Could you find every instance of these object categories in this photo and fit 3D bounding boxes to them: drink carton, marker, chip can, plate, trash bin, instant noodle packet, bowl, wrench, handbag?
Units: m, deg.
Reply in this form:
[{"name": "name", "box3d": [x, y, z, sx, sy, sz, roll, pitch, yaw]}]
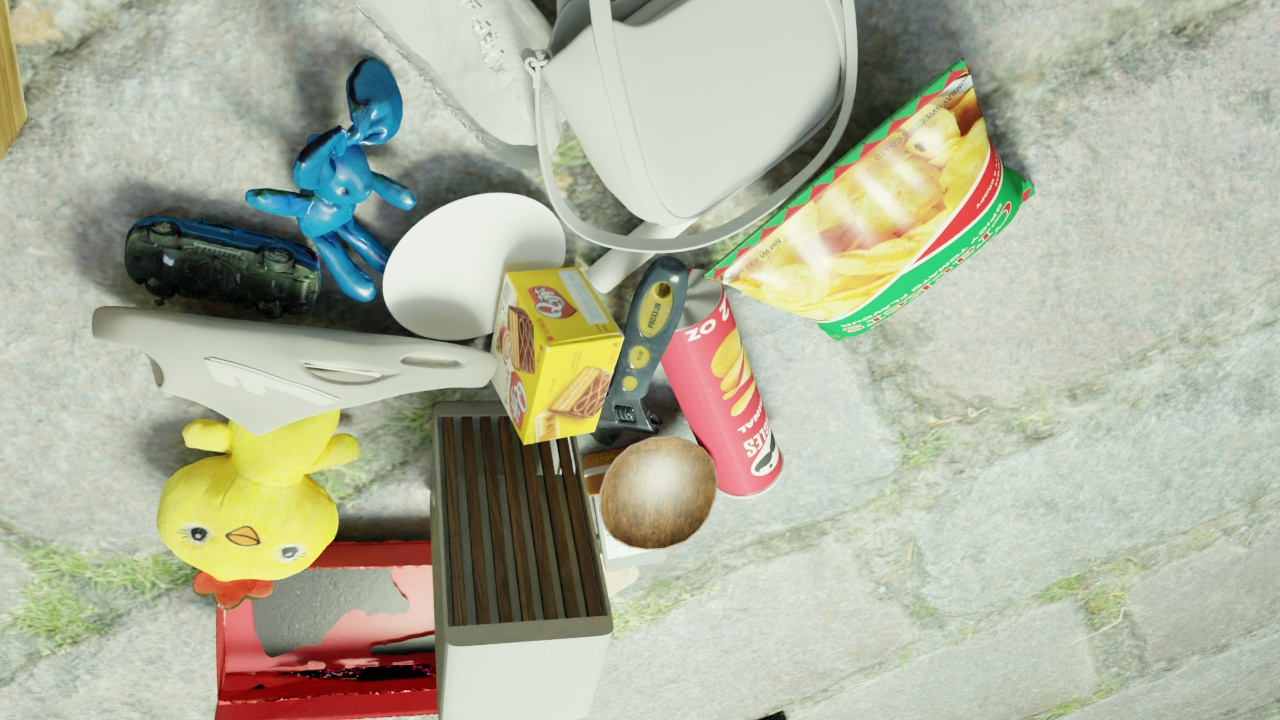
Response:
[{"name": "drink carton", "box3d": [-0.012, 0.140, 0.865, 0.076, 0.048, 0.125, -10, 134, -5]}, {"name": "marker", "box3d": [0.017, -0.096, 0.668, 0.133, 0.027, 0.023, -38, 127, 20]}, {"name": "chip can", "box3d": [0.064, 0.026, 0.765, 0.069, 0.069, 0.221, -21, 134, 5]}, {"name": "plate", "box3d": [-0.118, -0.067, 0.653, 0.134, 0.011, 0.135, -20, 144, -16]}, {"name": "trash bin", "box3d": [-0.104, 0.153, 0.728, 0.114, 0.228, 0.115, 0, 132, -15]}, {"name": "instant noodle packet", "box3d": [0.177, -0.093, 0.656, 0.196, 0.090, 0.252, -39, 154, 21]}, {"name": "bowl", "box3d": [0.013, 0.110, 0.794, 0.102, 0.026, 0.114, 6, 113, -13]}, {"name": "wrench", "box3d": [-0.004, 0.004, 0.702, 0.073, 0.022, 0.274, 19, 149, 0]}, {"name": "handbag", "box3d": [0.024, -0.183, 0.506, 0.215, 0.095, 0.223, -38, 141, -7]}]

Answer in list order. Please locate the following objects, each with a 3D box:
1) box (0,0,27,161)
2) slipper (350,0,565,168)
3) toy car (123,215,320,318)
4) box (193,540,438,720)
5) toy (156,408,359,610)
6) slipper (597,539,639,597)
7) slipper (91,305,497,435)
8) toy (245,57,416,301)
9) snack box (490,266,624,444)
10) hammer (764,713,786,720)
[{"name": "box", "box3d": [-0.436, -0.106, 0.336, 0.279, 0.334, 0.287, 3, 133, -19]}, {"name": "slipper", "box3d": [-0.111, -0.215, 0.494, 0.112, 0.074, 0.247, -6, 141, 35]}, {"name": "toy car", "box3d": [-0.275, -0.063, 0.610, 0.120, 0.043, 0.056, 10, 129, -21]}, {"name": "box", "box3d": [-0.262, 0.254, 0.799, 0.213, 0.153, 0.165, 2, 99, -15]}, {"name": "toy", "box3d": [-0.301, 0.097, 0.728, 0.133, 0.092, 0.208, 17, 114, -25]}, {"name": "slipper", "box3d": [-0.109, 0.277, 0.966, 0.263, 0.052, 0.115, -37, 129, 19]}, {"name": "slipper", "box3d": [-0.234, 0.016, 0.643, 0.265, 0.113, 0.080, 6, 92, -27]}, {"name": "toy", "box3d": [-0.183, -0.110, 0.576, 0.071, 0.112, 0.177, 30, 150, 5]}, {"name": "snack box", "box3d": [-0.067, -0.003, 0.684, 0.061, 0.083, 0.106, -10, 139, -29]}, {"name": "hammer", "box3d": [0.055, 0.558, 1.287, 0.319, 0.032, 0.130, -19, 133, 2]}]
